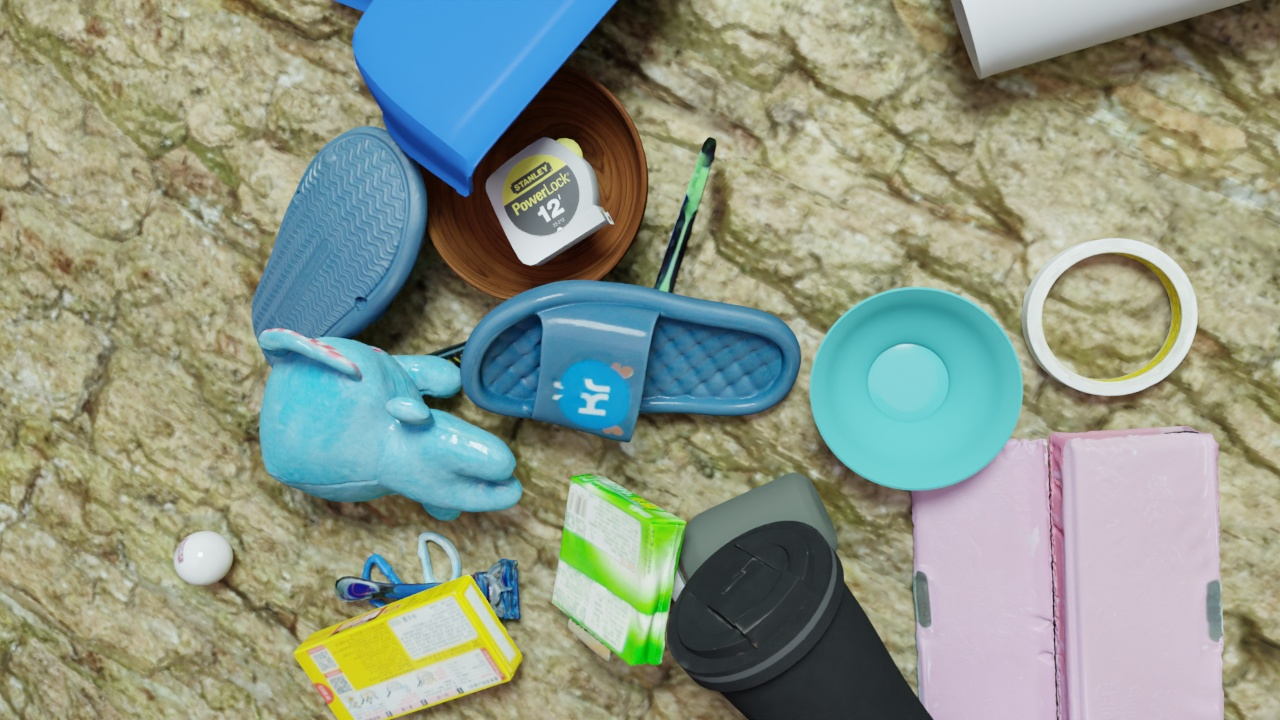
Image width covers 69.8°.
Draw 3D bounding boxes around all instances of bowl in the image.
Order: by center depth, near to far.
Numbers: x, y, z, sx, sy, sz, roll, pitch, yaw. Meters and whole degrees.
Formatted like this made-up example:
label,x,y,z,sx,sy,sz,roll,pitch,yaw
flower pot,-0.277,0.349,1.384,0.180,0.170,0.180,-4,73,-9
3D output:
label,x,y,z,sx,sy,sz,roll,pitch,yaw
bowl,0.167,0.016,0.567,0.121,0.046,0.121,1,95,12
bowl,-0.061,-0.111,0.594,0.147,0.068,0.147,1,95,13

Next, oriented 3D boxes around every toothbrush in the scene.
label,x,y,z,sx,sy,sz,roll,pitch,yaw
toothbrush,0.018,-0.057,0.613,0.014,0.017,0.188,19,95,6

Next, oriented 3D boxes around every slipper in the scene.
label,x,y,z,sx,sy,sz,roll,pitch,yaw
slipper,-0.003,0.003,0.564,0.213,0.059,0.104,0,126,-7
slipper,-0.199,-0.061,0.618,0.214,0.059,0.103,-45,72,34

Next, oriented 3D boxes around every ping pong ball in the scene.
label,x,y,z,sx,sy,sz,roll,pitch,yaw
ping pong ball,-0.326,0.148,0.686,0.040,0.040,0.040,1,95,12

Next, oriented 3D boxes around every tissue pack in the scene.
label,x,y,z,sx,sy,sz,roll,pitch,yaw
tissue pack,-0.018,0.133,0.593,0.114,0.034,0.099,19,101,53

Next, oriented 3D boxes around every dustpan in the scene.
label,x,y,z,sx,sy,sz,roll,pitch,yaw
dustpan,-0.116,-0.228,0.566,0.258,0.059,0.245,27,70,24

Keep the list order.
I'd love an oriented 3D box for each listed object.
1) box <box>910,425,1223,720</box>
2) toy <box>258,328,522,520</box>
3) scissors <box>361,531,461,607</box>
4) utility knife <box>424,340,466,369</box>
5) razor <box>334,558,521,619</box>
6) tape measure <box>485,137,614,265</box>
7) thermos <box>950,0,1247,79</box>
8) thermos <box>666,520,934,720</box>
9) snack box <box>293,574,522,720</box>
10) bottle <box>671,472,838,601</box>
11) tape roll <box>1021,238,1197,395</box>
label,x,y,z,sx,sy,sz,roll,pitch,yaw
box,0.259,0.159,0.560,0.180,0.050,0.233,-4,94,13
toy,-0.158,0.041,0.596,0.181,0.114,0.184,12,142,11
scissors,-0.144,0.184,0.666,0.097,0.020,0.132,-41,85,15
utility knife,-0.146,0.008,0.647,0.186,0.020,0.029,-18,112,12
razor,-0.154,0.164,0.650,0.141,0.018,0.044,-3,93,11
tape measure,-0.055,-0.096,0.548,0.064,0.016,0.065,-30,88,14
thermos,0.283,-0.233,0.490,0.222,0.131,0.131,-18,91,20
thermos,0.114,0.199,0.534,0.106,0.105,0.218,-34,109,12
snack box,-0.165,0.208,0.646,0.152,0.025,0.075,-24,103,21
bottle,0.067,0.118,0.590,0.108,0.060,0.060,-27,89,13
tape roll,0.281,-0.026,0.554,0.094,0.019,0.094,1,95,12
